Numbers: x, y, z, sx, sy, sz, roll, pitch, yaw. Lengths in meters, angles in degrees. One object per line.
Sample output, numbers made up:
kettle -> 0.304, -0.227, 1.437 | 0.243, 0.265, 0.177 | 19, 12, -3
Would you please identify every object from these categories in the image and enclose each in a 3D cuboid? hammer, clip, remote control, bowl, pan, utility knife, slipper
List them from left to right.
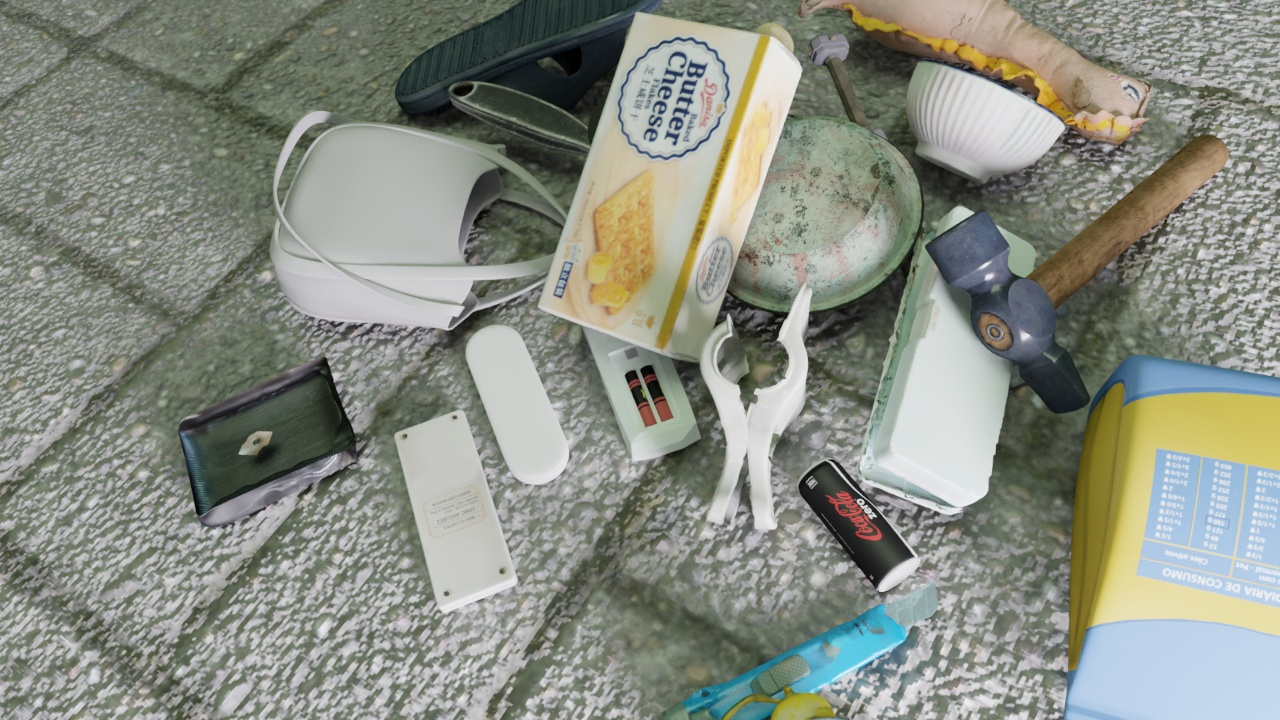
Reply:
remote control -> -0.123, 0.095, 0.602 | 0.050, 0.011, 0.135 | -20, 55, -7
remote control -> -0.088, 0.028, 0.643 | 0.043, 0.013, 0.136 | -22, 55, -8
slipper -> -0.092, -0.265, 0.815 | 0.264, 0.082, 0.101 | -15, 50, 21
remote control -> -0.004, 0.004, 0.641 | 0.049, 0.024, 0.143 | -19, 55, -6
pan -> -0.003, -0.157, 0.734 | 0.357, 0.055, 0.186 | 21, 60, 20
clip -> 0.061, 0.029, 0.566 | 0.097, 0.126, 0.152 | 22, 85, 15
bowl -> 0.111, -0.109, 0.629 | 0.158, 0.038, 0.157 | -8, 63, 16
utility knife -> 0.095, 0.171, 0.519 | 0.178, 0.015, 0.031 | -24, 60, -11
hammer -> 0.185, -0.116, 0.662 | 0.147, 0.028, 0.316 | -10, 66, -11
bowl -> 0.250, -0.174, 0.697 | 0.118, 0.118, 0.062 | 33, 107, 26
hammer -> 0.321, -0.087, 0.614 | 0.320, 0.040, 0.129 | -32, 88, -32

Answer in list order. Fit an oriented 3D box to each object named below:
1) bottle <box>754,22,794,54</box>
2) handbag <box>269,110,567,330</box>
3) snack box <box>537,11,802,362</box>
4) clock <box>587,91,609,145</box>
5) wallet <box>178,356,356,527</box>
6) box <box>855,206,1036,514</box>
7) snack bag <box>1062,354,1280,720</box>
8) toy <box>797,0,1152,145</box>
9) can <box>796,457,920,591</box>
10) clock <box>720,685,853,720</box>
bottle -> 0.090, -0.247, 0.794 | 0.044, 0.044, 0.108 | 29, 63, 24
handbag -> -0.156, -0.118, 0.713 | 0.222, 0.096, 0.215 | 6, 55, 0
snack box -> 0.019, -0.113, 0.604 | 0.104, 0.057, 0.208 | 22, 96, 28
clock -> 0.021, -0.174, 0.684 | 0.123, 0.035, 0.094 | -16, 58, 10
wallet -> -0.258, 0.055, 0.637 | 0.115, 0.026, 0.089 | -25, 56, -10
box -> 0.195, -0.004, 0.568 | 0.083, 0.066, 0.198 | 14, 59, 15
snack bag -> 0.316, 0.116, 0.484 | 0.159, 0.102, 0.205 | 12, 71, 15
toy -> 0.277, -0.249, 0.754 | 0.195, 0.065, 0.264 | -22, 56, -20
can -> 0.130, 0.098, 0.554 | 0.031, 0.032, 0.080 | -29, 57, -13
clock -> 0.087, 0.218, 0.460 | 0.083, 0.057, 0.119 | -42, 61, -20
